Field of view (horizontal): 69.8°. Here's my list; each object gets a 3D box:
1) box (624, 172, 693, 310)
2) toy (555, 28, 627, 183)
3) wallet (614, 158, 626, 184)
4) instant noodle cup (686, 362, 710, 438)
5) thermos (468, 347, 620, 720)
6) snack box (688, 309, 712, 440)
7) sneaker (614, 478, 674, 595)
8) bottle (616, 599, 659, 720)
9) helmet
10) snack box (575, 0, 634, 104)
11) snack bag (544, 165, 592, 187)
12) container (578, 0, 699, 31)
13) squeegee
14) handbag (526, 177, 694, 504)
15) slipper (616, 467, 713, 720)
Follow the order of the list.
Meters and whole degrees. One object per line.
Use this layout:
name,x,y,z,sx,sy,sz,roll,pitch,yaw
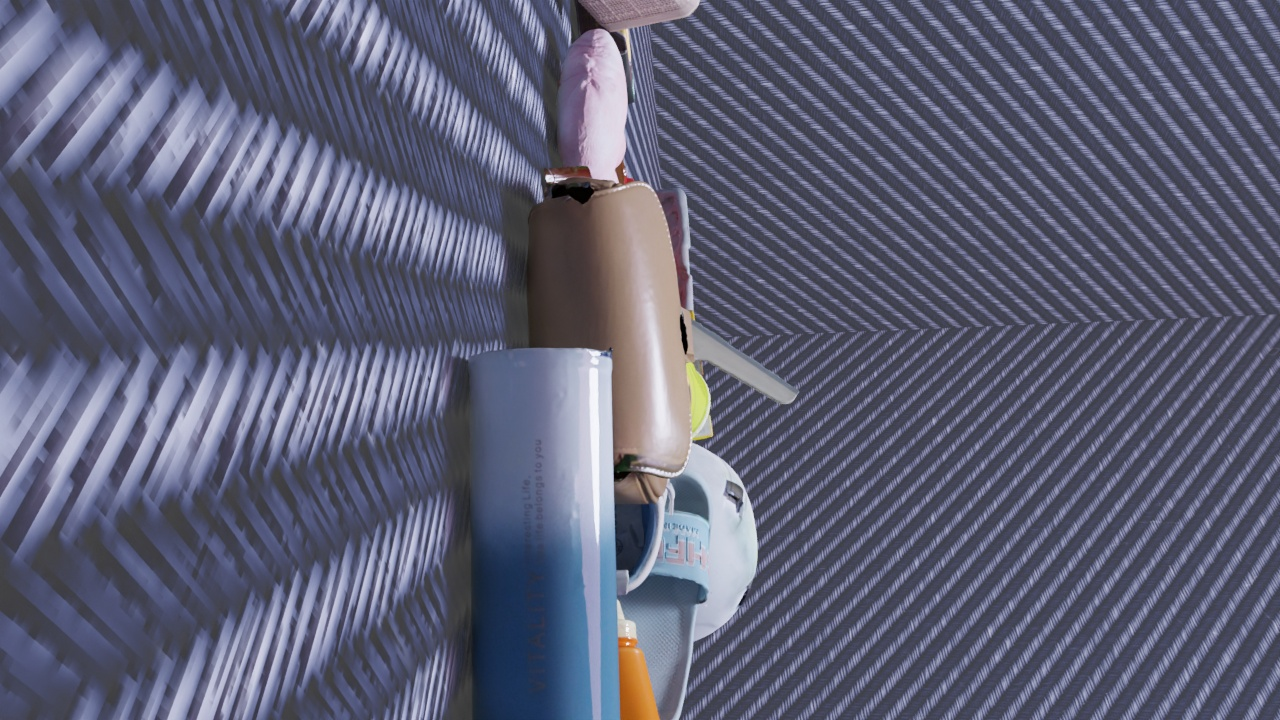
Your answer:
box,0.013,-0.121,1.094,0.095,0.101,0.201,77,11,-74
toy,-0.035,-0.181,0.725,0.159,0.054,0.121,77,19,-68
wallet,-0.034,-0.172,0.945,0.101,0.032,0.124,-31,118,-83
instant noodle cup,-0.005,0.005,0.790,0.123,0.112,0.111,71,16,-49
thermos,-0.040,0.105,0.390,0.070,0.070,0.220,60,28,-82
snack box,0.053,0.014,1.017,0.087,0.034,0.140,-72,151,-88
sneaker,-0.014,0.052,0.670,0.091,0.089,0.242,160,-66,-89
bottle,-0.018,0.264,0.728,0.067,0.067,0.149,81,0,-60
helmet,0.049,0.184,0.992,0.258,0.146,0.229,-101,-175,-81
snack box,-0.037,-0.301,0.870,0.113,0.053,0.125,59,24,-82
snack bag,-0.046,-0.084,0.648,0.048,0.026,0.104,-17,110,-44
container,-0.016,-0.320,0.699,0.110,0.090,0.090,8,81,-66
squeegee,0.008,0.046,0.897,0.245,0.246,0.039,-55,178,-43
handbag,-0.016,-0.012,0.560,0.148,0.100,0.204,59,25,-87
slipper,0.010,0.206,0.807,0.074,0.104,0.245,109,-10,-66
